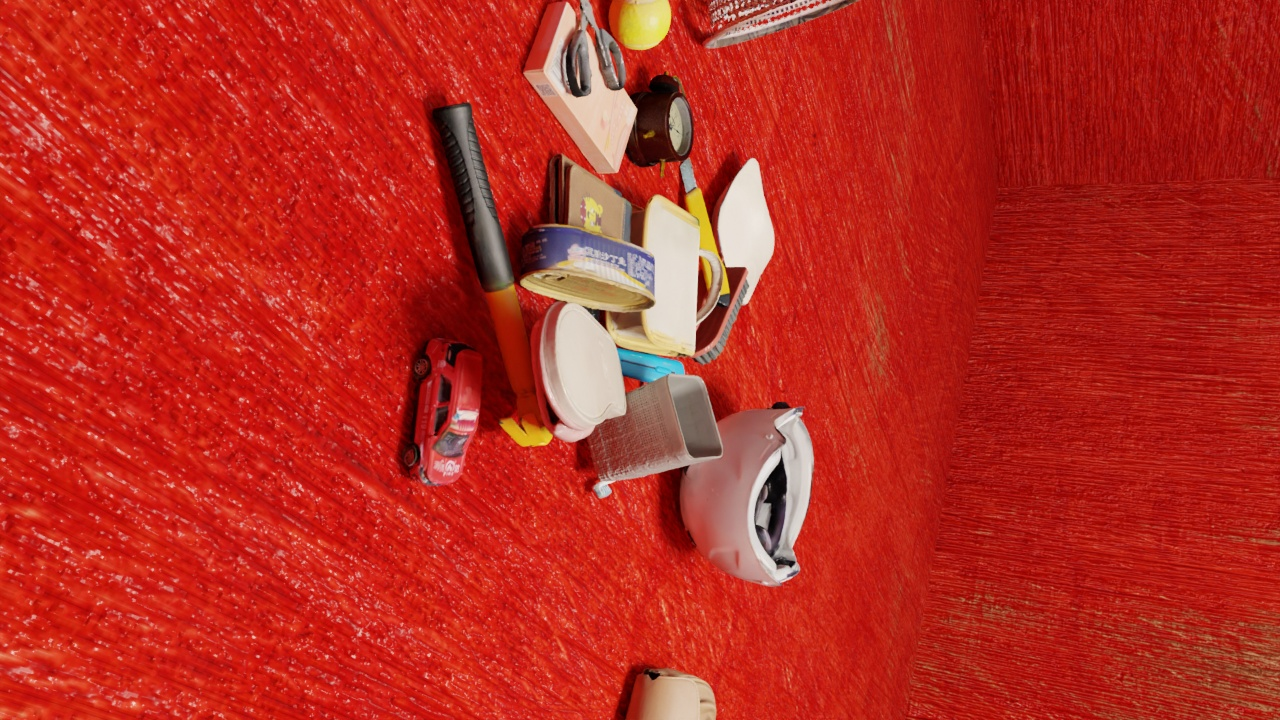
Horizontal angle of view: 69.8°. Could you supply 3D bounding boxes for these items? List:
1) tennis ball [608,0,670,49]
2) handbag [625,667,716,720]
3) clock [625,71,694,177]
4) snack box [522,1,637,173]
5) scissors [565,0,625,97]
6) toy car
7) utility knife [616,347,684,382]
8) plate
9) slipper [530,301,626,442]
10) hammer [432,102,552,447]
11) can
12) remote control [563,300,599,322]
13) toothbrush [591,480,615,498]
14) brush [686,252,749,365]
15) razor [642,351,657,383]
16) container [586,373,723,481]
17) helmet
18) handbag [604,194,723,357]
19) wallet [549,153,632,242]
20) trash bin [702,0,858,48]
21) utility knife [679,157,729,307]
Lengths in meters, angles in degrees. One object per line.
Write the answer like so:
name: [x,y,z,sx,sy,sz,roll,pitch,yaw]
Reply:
tennis ball: [-0.001,-0.357,0.953,0.065,0.066,0.065,-12,104,-60]
handbag: [0.031,0.468,1.081,0.148,0.100,0.204,52,46,-46]
clock: [0.025,-0.267,1.022,0.082,0.055,0.121,60,42,-45]
snack box: [-0.056,-0.264,0.905,0.157,0.026,0.084,47,53,-54]
scissors: [-0.052,-0.327,0.868,0.178,0.014,0.159,49,47,-49]
toy car: [-0.157,0.042,0.743,0.052,0.045,0.120,12,85,-60]
utility knife: [-0.006,0.006,1.011,0.161,0.018,0.034,13,81,-46]
plate: [0.134,-0.176,1.255,0.163,0.034,0.164,-60,141,-39]
slipper: [-0.059,0.013,0.804,0.274,0.054,0.114,12,67,-81]
hammer: [-0.121,-0.065,0.779,0.128,0.033,0.301,-88,167,-72]
can: [-0.047,-0.085,0.869,0.148,0.075,0.049,12,72,-40]
remote control: [-0.063,-0.035,0.921,0.053,0.024,0.136,26,66,-58]
toothbrush: [0.005,0.115,1.063,0.026,0.027,0.220,54,31,7]
brush: [0.084,-0.064,1.152,0.069,0.063,0.145,56,48,-43]
razor: [0.016,-0.025,1.064,0.043,0.028,0.132,-3,94,-43]
container: [0.010,0.074,0.960,0.090,0.114,0.090,7,65,-61]
helmet: [0.132,0.167,1.181,0.258,0.146,0.229,-28,119,-66]
handbag: [0.033,-0.084,1.029,0.178,0.063,0.163,15,75,-52]
wallet: [-0.050,-0.147,0.918,0.115,0.033,0.090,21,65,-58]
trash bin: [0.159,-0.505,1.100,0.226,0.228,0.192,-35,111,-55]
utility knife: [0.077,-0.156,1.127,0.033,0.015,0.192,-12,87,-35]
